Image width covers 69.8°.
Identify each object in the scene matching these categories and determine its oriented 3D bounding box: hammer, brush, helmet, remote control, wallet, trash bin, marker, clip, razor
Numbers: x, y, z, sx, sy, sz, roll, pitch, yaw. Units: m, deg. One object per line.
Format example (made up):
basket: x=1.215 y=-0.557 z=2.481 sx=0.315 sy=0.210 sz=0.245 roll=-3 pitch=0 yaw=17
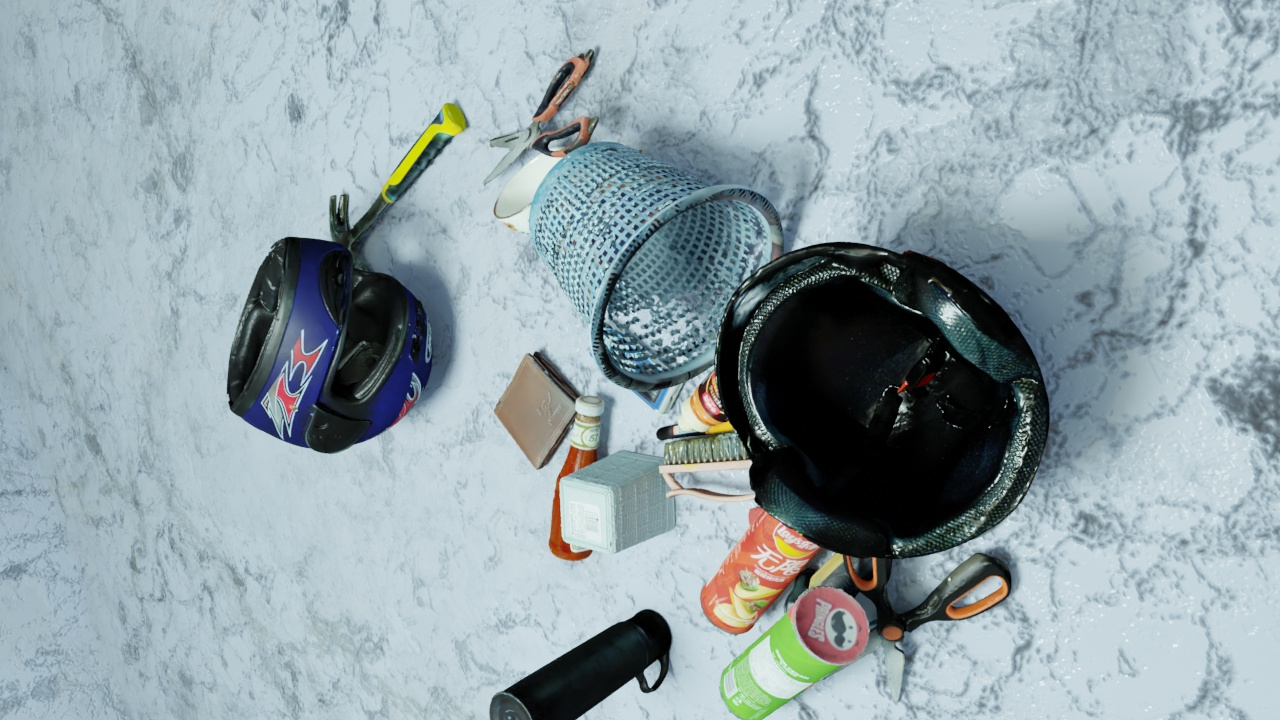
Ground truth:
hammer: x=-0.340 y=-0.241 z=1.262 sx=0.324 sy=0.031 sz=0.126 roll=-36 pitch=77 yaw=37
brush: x=0.079 y=0.116 z=0.985 sx=0.146 sy=0.063 sz=0.073 roll=-11 pitch=82 yaw=40
helmet: x=-0.393 y=-0.017 z=1.211 sx=0.317 sy=0.240 sz=0.246 roll=-41 pitch=47 yaw=44
remote control: x=-0.006 y=0.006 z=1.054 sx=0.125 sy=0.024 sz=0.049 roll=41 pitch=121 yaw=26
wallet: x=-0.130 y=0.064 z=1.162 sx=0.101 sy=0.032 sz=0.125 roll=46 pitch=124 yaw=18
trash bin: x=-0.003 y=-0.115 z=0.925 sx=0.195 sy=0.226 sz=0.227 roll=46 pitch=124 yaw=37
helmet: x=0.200 y=0.028 z=0.766 sx=0.275 sy=0.229 sz=0.234 roll=43 pitch=108 yaw=23
marker: x=0.065 y=0.075 z=1.019 sx=0.124 sy=0.015 sz=0.018 roll=-13 pitch=68 yaw=41
clip: x=0.254 y=0.263 z=0.910 sx=0.056 sy=0.013 sz=0.038 roll=-39 pitch=76 yaw=38
razor: x=0.204 y=0.205 z=0.907 sx=0.168 sy=0.062 sz=0.067 roll=-58 pitch=31 yaw=35

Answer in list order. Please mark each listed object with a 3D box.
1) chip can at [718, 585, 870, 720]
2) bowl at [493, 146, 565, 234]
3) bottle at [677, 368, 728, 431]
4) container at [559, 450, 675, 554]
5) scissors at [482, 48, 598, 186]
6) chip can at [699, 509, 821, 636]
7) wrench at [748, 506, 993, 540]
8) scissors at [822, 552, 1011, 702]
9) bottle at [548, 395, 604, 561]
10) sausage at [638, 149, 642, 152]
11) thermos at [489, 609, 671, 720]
chip can: x=0.144 y=0.296 z=0.909 sx=0.072 sy=0.072 sz=0.237 roll=50 pitch=149 yaw=19
bowl: x=-0.109 y=-0.185 z=1.058 sx=0.114 sy=0.113 sz=0.062 roll=-13 pitch=134 yaw=39
bottle: x=0.091 y=0.033 z=0.957 sx=0.150 sy=0.066 sz=0.066 roll=-40 pitch=75 yaw=38
container: x=-0.029 y=0.163 z=1.050 sx=0.090 sy=0.111 sz=0.090 roll=6 pitch=103 yaw=38
scissors: x=-0.115 y=-0.267 z=1.058 sx=0.227 sy=0.015 sz=0.189 roll=-53 pitch=42 yaw=21
chip can: x=0.133 y=0.196 z=0.934 sx=0.073 sy=0.073 sz=0.217 roll=47 pitch=132 yaw=21
wrench: x=0.223 y=0.156 z=0.910 sx=0.274 sy=0.016 sz=0.056 roll=-13 pitch=94 yaw=39
scissors: x=0.245 y=0.236 z=0.874 sx=0.221 sy=0.021 sz=0.229 roll=-28 pitch=109 yaw=25
bottle: x=-0.073 y=0.143 z=1.114 sx=0.060 sy=0.059 sz=0.206 roll=21 pitch=112 yaw=33
sausage: x=-0.041 y=-0.174 z=1.045 sx=0.021 sy=0.021 sz=0.166 roll=51 pitch=125 yaw=19
thermos: x=-0.052 y=0.361 z=1.025 sx=0.069 sy=0.241 sz=0.090 roll=-40 pitch=74 yaw=37
